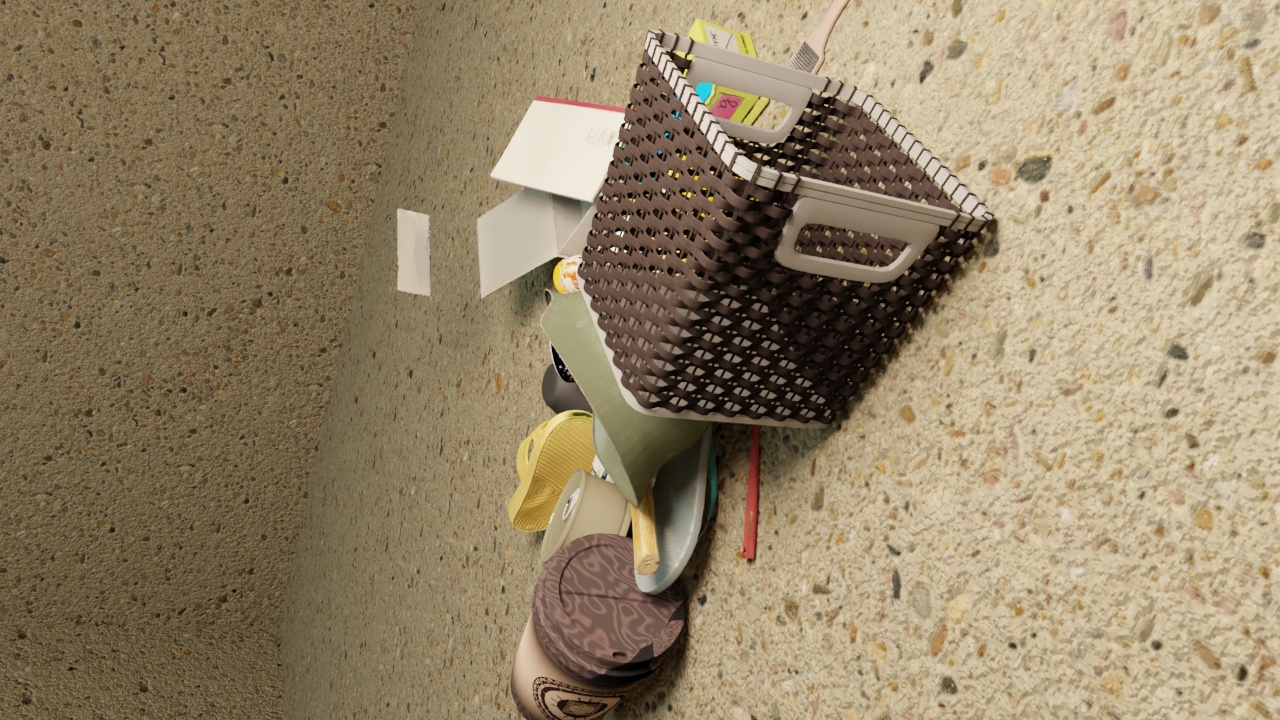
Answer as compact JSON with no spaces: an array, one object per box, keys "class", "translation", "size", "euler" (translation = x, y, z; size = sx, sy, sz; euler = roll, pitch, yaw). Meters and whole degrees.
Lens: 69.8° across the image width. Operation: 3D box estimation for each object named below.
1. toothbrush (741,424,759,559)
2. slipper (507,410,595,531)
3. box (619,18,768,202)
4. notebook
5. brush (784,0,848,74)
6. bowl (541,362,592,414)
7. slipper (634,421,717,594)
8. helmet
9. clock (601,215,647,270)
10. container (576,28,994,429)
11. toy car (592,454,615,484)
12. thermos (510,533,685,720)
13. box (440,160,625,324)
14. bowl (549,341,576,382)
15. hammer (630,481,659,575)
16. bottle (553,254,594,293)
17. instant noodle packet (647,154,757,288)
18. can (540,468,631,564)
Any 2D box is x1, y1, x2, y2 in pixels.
[{"class":"toothbrush","translation":[0.116,0.111,0.963],"size":[0.016,0.016,0.189],"euler":[-12,72,59]},{"class":"slipper","translation":[-0.125,0.147,1.313],"size":[0.078,0.099,0.264],"euler":[-106,33,-41]},{"class":"box","translation":[0.058,-0.289,1.128],"size":[0.222,0.079,0.124],"euler":[-53,38,45]},{"class":"notebook","translation":[-0.112,-0.313,1.335],"size":[0.209,0.012,0.153],"euler":[20,79,36]},{"class":"brush","translation":[0.184,-0.338,0.970],"size":[0.136,0.015,0.049],"euler":[-60,36,34]},{"class":"bowl","translation":[-0.113,0.038,1.365],"size":[0.124,0.052,0.124],"euler":[-26,59,57]},{"class":"slipper","translation":[0.059,0.135,1.040],"size":[0.098,0.054,0.268],"euler":[-13,59,57]},{"class":"helmet","translation":[-0.006,0.006,0.987],"size":[0.267,0.153,0.227],"euler":[52,167,40]},{"class":"clock","translation":[-0.010,-0.136,1.197],"size":[0.083,0.057,0.118],"euler":[-50,-14,-25]},{"class":"container","translation":[0.101,-0.106,0.822],"size":[0.244,0.247,0.245],"euler":[-65,32,34]},{"class":"toy car","translation":[-0.046,0.147,1.234],"size":[0.048,0.033,0.106],"euler":[52,128,52]},{"class":"thermos","translation":[-0.064,0.334,1.084],"size":[0.227,0.172,0.172],"euler":[116,148,-41]},{"class":"box","translation":[-0.161,-0.209,1.450],"size":[0.420,0.108,0.166],"euler":[-34,51,37]},{"class":"bowl","translation":[-0.072,-0.030,1.273],"size":[0.066,0.120,0.120],"euler":[-3,76,18]},{"class":"hammer","translation":[-0.002,0.117,1.083],"size":[0.132,0.033,0.329],"euler":[-60,20,29]},{"class":"bottle","translation":[-0.083,-0.125,1.348],"size":[0.109,0.063,0.063],"euler":[-1,81,61]},{"class":"instant noodle packet","translation":[0.061,-0.111,1.078],"size":[0.163,0.084,0.222],"euler":[-115,36,-49]},{"class":"can","translation":[-0.068,0.210,1.168],"size":[0.128,0.073,0.127],"euler":[-61,12,22]}]
